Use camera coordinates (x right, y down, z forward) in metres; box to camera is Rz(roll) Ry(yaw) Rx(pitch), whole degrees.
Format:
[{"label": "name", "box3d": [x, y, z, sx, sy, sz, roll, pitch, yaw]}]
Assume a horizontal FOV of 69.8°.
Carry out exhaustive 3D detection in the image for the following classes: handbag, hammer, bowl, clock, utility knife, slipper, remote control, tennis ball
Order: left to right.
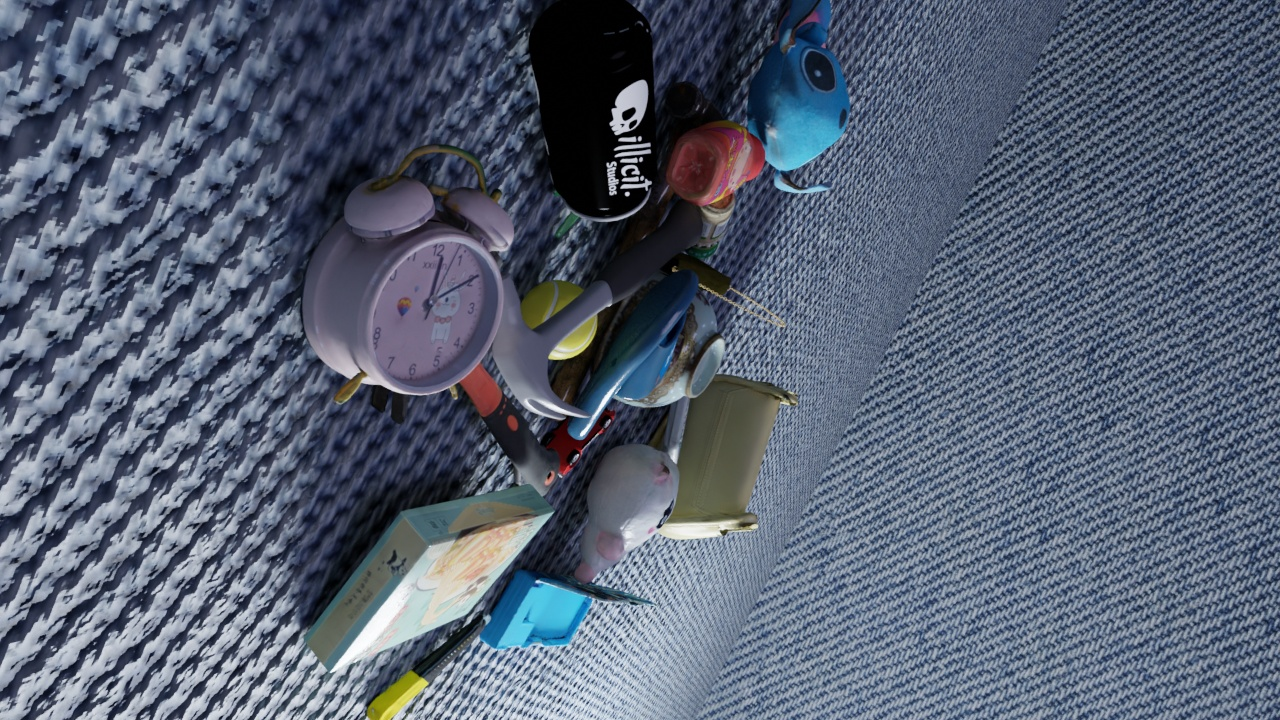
[{"label": "clock", "box3d": [-0.134, -0.052, 0.554, 0.116, 0.059, 0.158, 1, 110, -53]}, {"label": "utility knife", "box3d": [-0.207, 0.306, 0.931, 0.173, 0.020, 0.029, -33, 147, -50]}, {"label": "hammer", "box3d": [-0.120, 0.042, 0.764, 0.132, 0.033, 0.333, -56, 157, -17]}, {"label": "tennis ball", "box3d": [-0.068, -0.033, 0.754, 0.065, 0.065, 0.065, -49, 156, -31]}, {"label": "hammer", "box3d": [-0.019, -0.061, 0.745, 0.309, 0.030, 0.125, -44, 121, -50]}, {"label": "hammer", "box3d": [-0.009, -0.092, 0.869, 0.330, 0.033, 0.120, -63, 161, 7]}, {"label": "slipper", "box3d": [-0.005, 0.005, 0.860, 0.214, 0.059, 0.103, -53, -173, 35]}, {"label": "bowl", "box3d": [0.032, -0.013, 0.976, 0.159, 0.094, 0.160, -48, 155, -31]}, {"label": "remote control", "box3d": [0.047, 0.067, 1.160, 0.050, 0.022, 0.133, 91, 9, -50]}, {"label": "handbag", "box3d": [0.095, 0.128, 1.209, 0.088, 0.191, 0.232, 44, 62, -53]}, {"label": "handbag", "box3d": [0.077, -0.066, 0.881, 0.084, 0.178, 0.027, 14, 106, -38]}]

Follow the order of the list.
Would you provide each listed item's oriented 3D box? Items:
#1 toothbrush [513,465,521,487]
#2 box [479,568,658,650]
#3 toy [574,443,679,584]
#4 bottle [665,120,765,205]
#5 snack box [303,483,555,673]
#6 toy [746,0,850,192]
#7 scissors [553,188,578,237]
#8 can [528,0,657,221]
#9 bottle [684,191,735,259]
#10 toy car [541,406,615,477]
[{"label": "toothbrush", "box3d": [-0.122, 0.121, 0.903, 0.017, 0.014, 0.188, -22, 140, -25]}, {"label": "box", "box3d": [-0.078, 0.312, 1.108, 0.114, 0.114, 0.243, -59, 159, -6]}, {"label": "toy", "box3d": [-0.024, 0.182, 1.082, 0.179, 0.101, 0.139, -61, -175, -2]}, {"label": "bottle", "box3d": [0.072, -0.180, 0.829, 0.134, 0.048, 0.072, -34, 147, -60]}, {"label": "snack box", "box3d": [-0.171, 0.175, 0.775, 0.142, 0.044, 0.193, -50, 163, 15]}, {"label": "toy", "box3d": [0.160, -0.281, 0.903, 0.190, 0.099, 0.224, -68, 155, -43]}, {"label": "scissors", "box3d": [-0.034, -0.155, 0.753, 0.130, 0.012, 0.113, -31, 143, -56]}, {"label": "can", "box3d": [-0.030, -0.173, 0.642, 0.080, 0.080, 0.146, -51, 157, -26]}, {"label": "bottle", "box3d": [0.068, -0.142, 0.930, 0.042, 0.042, 0.110, -54, 175, -18]}, {"label": "toy car", "box3d": [-0.065, 0.076, 0.940, 0.089, 0.038, 0.025, -46, 158, -34]}]
